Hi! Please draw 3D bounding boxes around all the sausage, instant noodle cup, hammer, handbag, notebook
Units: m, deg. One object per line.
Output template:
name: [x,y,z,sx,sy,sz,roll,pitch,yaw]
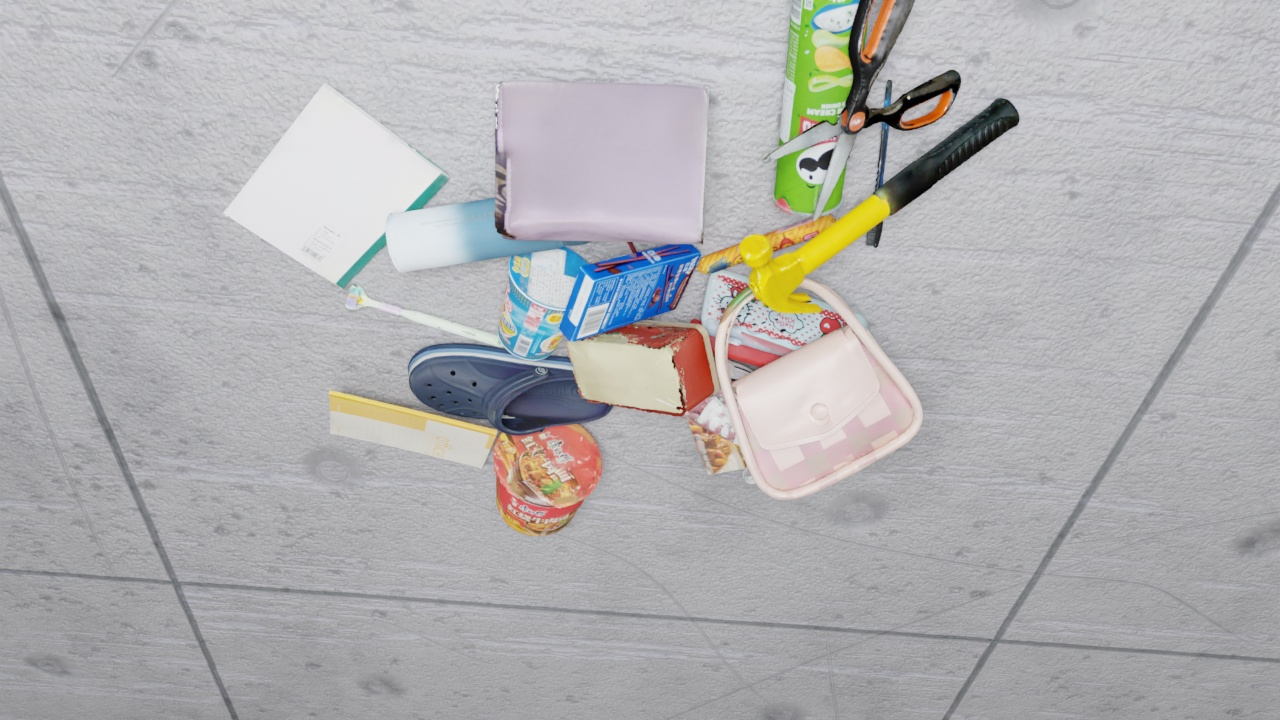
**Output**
sausage: [0.134,-0.125,0.988,0.165,0.021,0.021,-18,129,18]
instant noodle cup: [-0.126,0.152,1.182,0.138,0.137,0.109,11,140,-8]
hammer: [0.230,-0.149,0.874,0.301,0.033,0.129,-36,142,0]
handbag: [-0.035,-0.182,0.865,0.197,0.145,0.098,2,176,2]
notebook: [-0.323,-0.174,0.968,0.150,0.012,0.210,36,125,-28]
handbag: [0.172,0.016,0.979,0.193,0.093,0.234,-28,105,7]
instant noodle cup: [-0.111,-0.058,1.015,0.099,0.099,0.110,17,137,-13]
notebook: [-0.292,0.090,1.171,0.206,0.010,0.146,15,153,-11]

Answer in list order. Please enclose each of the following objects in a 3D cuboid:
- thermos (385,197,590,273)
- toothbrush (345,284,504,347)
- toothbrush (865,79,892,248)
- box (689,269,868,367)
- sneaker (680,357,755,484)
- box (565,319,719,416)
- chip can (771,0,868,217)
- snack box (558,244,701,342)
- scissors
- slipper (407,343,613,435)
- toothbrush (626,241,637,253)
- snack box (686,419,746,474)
thermos: [-0.150,-0.139,0.953,0.220,0.070,0.070,-8,131,6]
toothbrush: [-0.248,-0.047,1.075,0.189,0.029,0.020,17,172,-14]
toothbrush: [0.242,-0.194,0.928,0.016,0.014,0.190,13,135,22]
box: [0.158,-0.036,1.045,0.201,0.095,0.100,16,93,-13]
sneaker: [0.126,0.072,1.084,0.241,0.087,0.119,21,127,-16]
box: [-0.006,0.006,1.011,0.169,0.077,0.091,6,118,44]
chip can: [0.165,-0.249,0.842,0.072,0.072,0.236,0,131,2]
snack box: [-0.010,-0.075,0.973,0.156,0.026,0.085,-19,146,-40]
scissors: [0.204,-0.230,0.815,0.232,0.021,0.221,-22,135,-23]
slipper: [-0.155,0.047,1.108,0.252,0.095,0.105,5,129,-6]
toothbrush: [-0.021,-0.154,0.973,0.017,0.016,0.188,-22,128,10]
snack box: [0.104,0.083,1.172,0.075,0.026,0.154,-12,130,12]
